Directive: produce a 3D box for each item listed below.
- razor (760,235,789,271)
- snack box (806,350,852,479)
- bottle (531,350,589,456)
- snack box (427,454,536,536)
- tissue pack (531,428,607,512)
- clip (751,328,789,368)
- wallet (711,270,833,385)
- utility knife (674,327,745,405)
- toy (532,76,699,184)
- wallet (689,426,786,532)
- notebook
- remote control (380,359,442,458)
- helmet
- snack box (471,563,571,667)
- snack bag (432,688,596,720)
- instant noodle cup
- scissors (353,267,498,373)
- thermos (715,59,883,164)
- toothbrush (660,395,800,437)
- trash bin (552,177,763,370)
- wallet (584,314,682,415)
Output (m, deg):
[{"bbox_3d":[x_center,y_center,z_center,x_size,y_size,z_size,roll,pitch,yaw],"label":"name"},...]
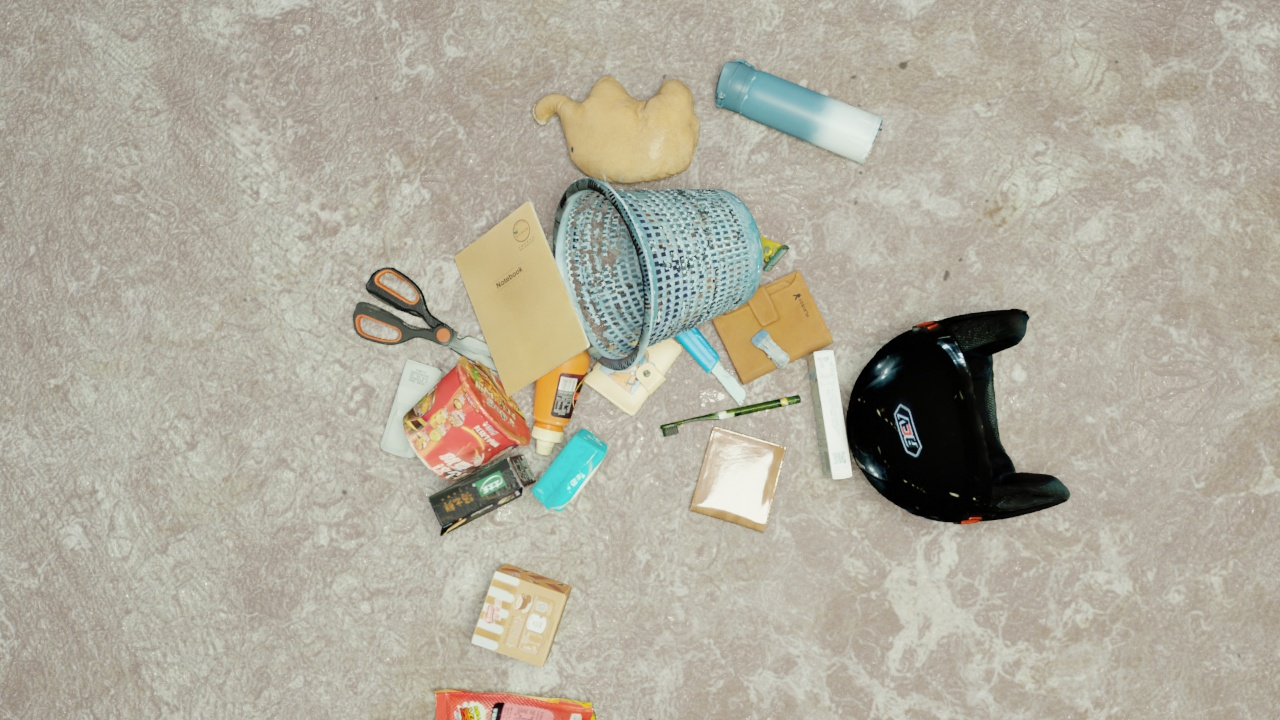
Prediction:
[{"bbox_3d":[0.133,-0.175,1.202,0.132,0.028,0.043,41,119,3],"label":"razor"},{"bbox_3d":[0.235,0.068,1.149,0.027,0.084,0.156,-7,85,3],"label":"snack box"},{"bbox_3d":[-0.110,0.050,1.181,0.067,0.066,0.149,13,93,4],"label":"bottle"},{"bbox_3d":[-0.195,0.165,1.141,0.113,0.125,0.053,-27,84,0],"label":"snack box"},{"bbox_3d":[-0.085,0.135,1.135,0.050,0.133,0.093,39,91,1],"label":"tissue pack"},{"bbox_3d":[0.166,-0.014,1.164,0.024,0.026,0.056,-41,80,-2],"label":"clip"},{"bbox_3d":[0.169,-0.043,1.190,0.132,0.031,0.108,-24,86,0],"label":"wallet"},{"bbox_3d":[0.070,-0.023,1.196,0.034,0.018,0.203,-39,83,-3],"label":"utility knife"},{"bbox_3d":[-0.036,-0.299,1.199,0.226,0.082,0.143,4,81,6],"label":"toy"},{"bbox_3d":[0.126,0.153,1.181,0.101,0.020,0.115,17,84,5],"label":"wallet"},{"bbox_3d":[-0.155,-0.077,1.169,0.148,0.008,0.207,-30,75,30],"label":"notebook"},{"bbox_3d":[-0.302,0.064,1.205,0.049,0.024,0.125,16,86,3],"label":"remote control"},{"bbox_3d":[0.350,0.072,1.056,0.231,0.274,0.233,-16,79,27],"label":"helmet"},{"bbox_3d":[-0.147,0.317,1.151,0.094,0.077,0.092,18,86,3],"label":"snack box"},{"bbox_3d":[-0.162,0.479,1.149,0.208,0.073,0.128,-1,81,8],"label":"snack bag"},{"bbox_3d":[-0.221,0.081,1.151,0.109,0.138,0.138,-37,85,7],"label":"instant noodle cup"},{"bbox_3d":[-0.278,-0.028,1.217,0.161,0.021,0.234,-40,89,6],"label":"scissors"},{"bbox_3d":[0.203,-0.326,1.193,0.220,0.070,0.070,24,87,4],"label":"thermos"},{"bbox_3d":[0.117,0.072,1.191,0.186,0.012,0.017,-12,91,2],"label":"toothbrush"},{"bbox_3d":[0.030,-0.118,1.108,0.194,0.227,0.226,-15,84,-29],"label":"trash bin"},{"bbox_3d":[-0.007,0.007,1.198,0.087,0.024,0.115,37,87,10],"label":"wallet"}]
